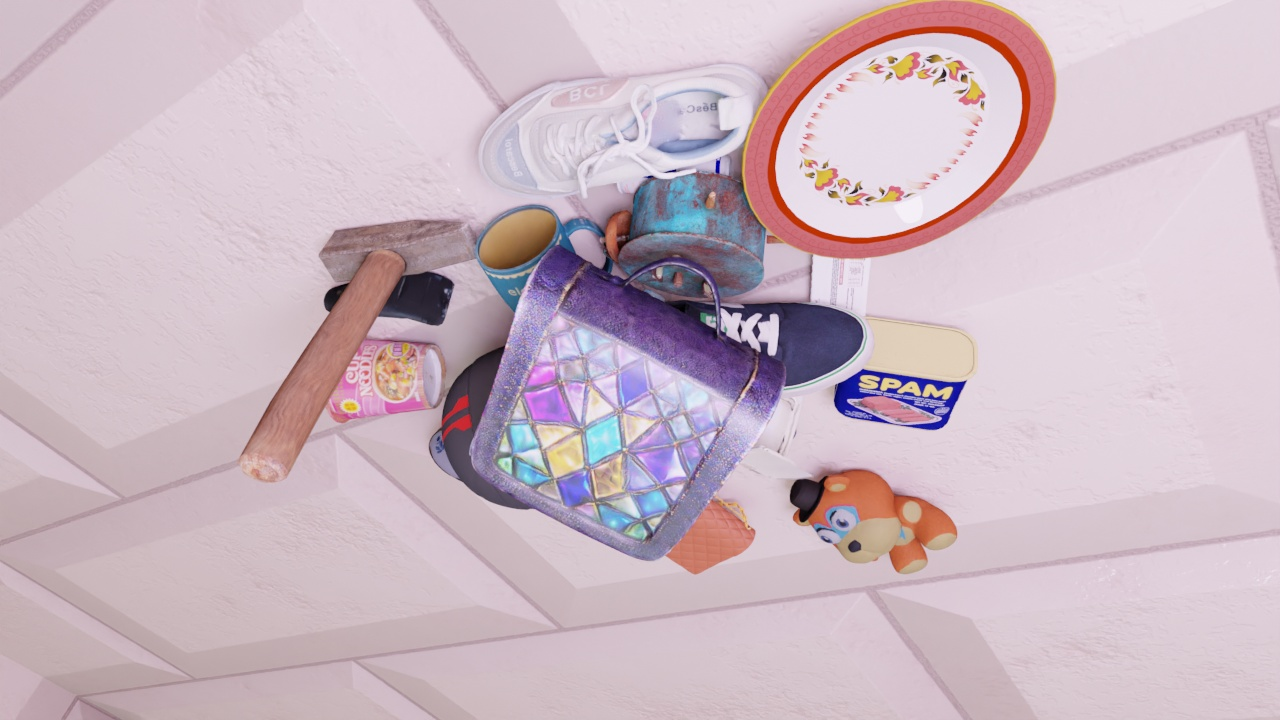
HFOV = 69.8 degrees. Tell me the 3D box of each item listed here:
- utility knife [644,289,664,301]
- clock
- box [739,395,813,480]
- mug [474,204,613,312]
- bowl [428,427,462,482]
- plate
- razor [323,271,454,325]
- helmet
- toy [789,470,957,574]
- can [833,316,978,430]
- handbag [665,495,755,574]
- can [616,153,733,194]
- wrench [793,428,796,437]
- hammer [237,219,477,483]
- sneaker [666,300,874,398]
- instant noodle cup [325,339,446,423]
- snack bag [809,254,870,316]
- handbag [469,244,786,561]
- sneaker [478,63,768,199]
[{"bbox_3d":[-0.005,0.005,0.896,0.022,0.015,0.152,15,104,-5],"label":"utility knife"},{"bbox_3d":[0.033,-0.093,0.773,0.121,0.073,0.158,23,157,-37],"label":"clock"},{"bbox_3d":[0.087,0.078,0.850,0.143,0.192,0.107,25,160,-17],"label":"box"},{"bbox_3d":[-0.079,-0.083,0.844,0.112,0.084,0.104,-25,136,1],"label":"mug"},{"bbox_3d":[-0.187,0.099,1.082,0.114,0.045,0.114,9,137,8],"label":"bowl"},{"bbox_3d":[0.187,-0.165,0.678,0.229,0.021,0.230,-5,141,-5],"label":"plate"},{"bbox_3d":[-0.258,-0.059,0.942,0.152,0.053,0.067,-2,152,26],"label":"razor"},{"bbox_3d":[-0.114,0.065,0.926,0.170,0.164,0.265,-8,162,-6],"label":"helmet"},{"bbox_3d":[0.247,0.171,1.000,0.176,0.096,0.112,28,138,4],"label":"toy"},{"bbox_3d":[0.240,0.015,0.849,0.116,0.056,0.092,9,145,8],"label":"can"},{"bbox_3d":[0.038,0.171,1.075,0.172,0.060,0.109,36,139,-16],"label":"handbag"},{"bbox_3d":[0.028,-0.155,0.762,0.095,0.032,0.032,2,135,15],"label":"can"},{"bbox_3d":[0.035,0.111,0.990,0.273,0.022,0.073,-19,126,8],"label":"wrench"},{"bbox_3d":[-0.254,-0.018,0.793,0.158,0.299,0.037,-3,134,20],"label":"hammer"},{"bbox_3d":[0.084,-0.018,0.806,0.235,0.084,0.079,-1,160,15],"label":"sneaker"},{"bbox_3d":[-0.275,0.019,0.997,0.109,0.097,0.098,-2,135,8],"label":"instant noodle cup"},{"bbox_3d":[0.176,-0.087,0.801,0.057,0.013,0.158,2,137,10],"label":"snack bag"},{"bbox_3d":[-0.010,0.020,0.731,0.205,0.125,0.222,28,108,-1],"label":"handbag"},{"bbox_3d":[-0.025,-0.174,0.701,0.243,0.090,0.089,-7,109,20],"label":"sneaker"}]
